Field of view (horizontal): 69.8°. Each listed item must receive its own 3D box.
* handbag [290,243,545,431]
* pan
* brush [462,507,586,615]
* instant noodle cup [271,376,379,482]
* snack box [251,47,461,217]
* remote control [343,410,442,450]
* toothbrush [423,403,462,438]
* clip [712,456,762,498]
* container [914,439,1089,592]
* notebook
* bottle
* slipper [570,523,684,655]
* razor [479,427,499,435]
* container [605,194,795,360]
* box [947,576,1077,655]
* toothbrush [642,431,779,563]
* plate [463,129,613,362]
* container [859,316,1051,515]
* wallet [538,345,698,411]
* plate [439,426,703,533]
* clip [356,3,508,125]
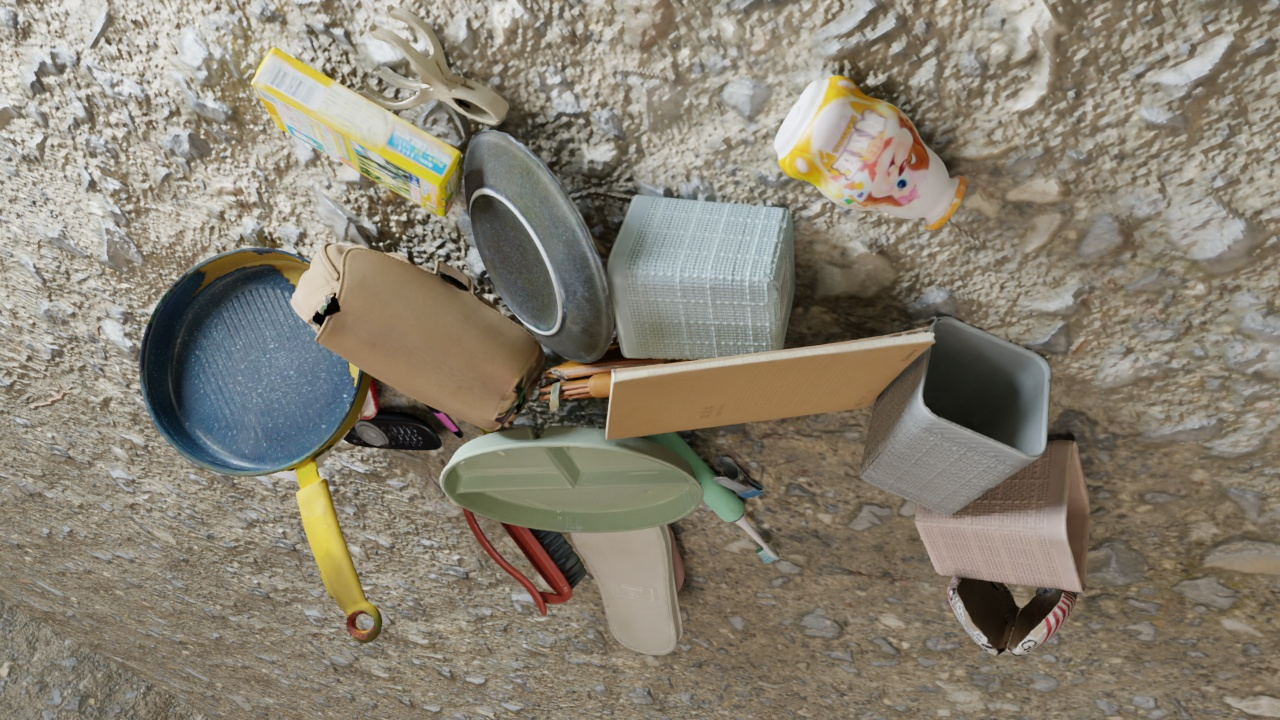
[{"bbox_3d":[-0.168,-0.024,0.728,0.204,0.100,0.148,29,-175,-20],"label":"handbag"},{"bbox_3d":[-0.295,0.069,0.774,0.357,0.198,0.078,61,-179,7],"label":"pan"},{"bbox_3d":[-0.121,0.193,0.960,0.146,0.069,0.063,53,157,1],"label":"brush"},{"bbox_3d":[-0.332,0.042,0.888,0.116,0.124,0.117,15,141,10],"label":"instant noodle cup"},{"bbox_3d":[-0.193,-0.155,0.641,0.140,0.033,0.087,30,170,-6],"label":"snack box"},{"bbox_3d":[-0.265,0.072,0.968,0.137,0.024,0.053,0,138,27],"label":"remote control"},{"bbox_3d":[-0.232,0.020,0.900,0.014,0.017,0.189,-10,132,32],"label":"toothbrush"},{"bbox_3d":[0.089,0.110,0.853,0.024,0.028,0.057,-19,134,42],"label":"clip"},{"bbox_3d":[0.282,0.119,0.714,0.111,0.089,0.090,-4,134,34],"label":"container"},{"bbox_3d":[0.082,0.022,0.652,0.211,0.012,0.150,-7,160,-6],"label":"notebook"},{"bbox_3d":[0.135,-0.117,0.534,0.108,0.063,0.063,28,141,-7],"label":"bottle"},{"bbox_3d":[-0.008,0.213,0.979,0.114,0.054,0.275,-1,126,20],"label":"slipper"},{"bbox_3d":[-0.176,0.049,0.904,0.142,0.022,0.042,41,-179,-17],"label":"razor"},{"bbox_3d":[0.046,-0.055,0.630,0.111,0.089,0.090,4,138,16],"label":"container"},{"bbox_3d":[0.310,0.190,0.754,0.086,0.161,0.075,-36,73,21],"label":"box"},{"bbox_3d":[0.070,0.125,0.868,0.027,0.026,0.224,-31,120,21],"label":"toothbrush"},{"bbox_3d":[-0.081,-0.072,0.645,0.179,0.024,0.180,43,152,30],"label":"plate"},{"bbox_3d":[0.220,0.046,0.660,0.090,0.090,0.115,23,144,0],"label":"container"},{"bbox_3d":[-0.004,0.004,0.705,0.131,0.118,0.035,-7,104,32],"label":"wallet"},{"bbox_3d":[-0.059,0.108,0.809,0.230,0.027,0.230,3,153,1],"label":"plate"},{"bbox_3d":[-0.141,-0.193,0.600,0.099,0.035,0.098,8,138,16],"label":"clip"}]
